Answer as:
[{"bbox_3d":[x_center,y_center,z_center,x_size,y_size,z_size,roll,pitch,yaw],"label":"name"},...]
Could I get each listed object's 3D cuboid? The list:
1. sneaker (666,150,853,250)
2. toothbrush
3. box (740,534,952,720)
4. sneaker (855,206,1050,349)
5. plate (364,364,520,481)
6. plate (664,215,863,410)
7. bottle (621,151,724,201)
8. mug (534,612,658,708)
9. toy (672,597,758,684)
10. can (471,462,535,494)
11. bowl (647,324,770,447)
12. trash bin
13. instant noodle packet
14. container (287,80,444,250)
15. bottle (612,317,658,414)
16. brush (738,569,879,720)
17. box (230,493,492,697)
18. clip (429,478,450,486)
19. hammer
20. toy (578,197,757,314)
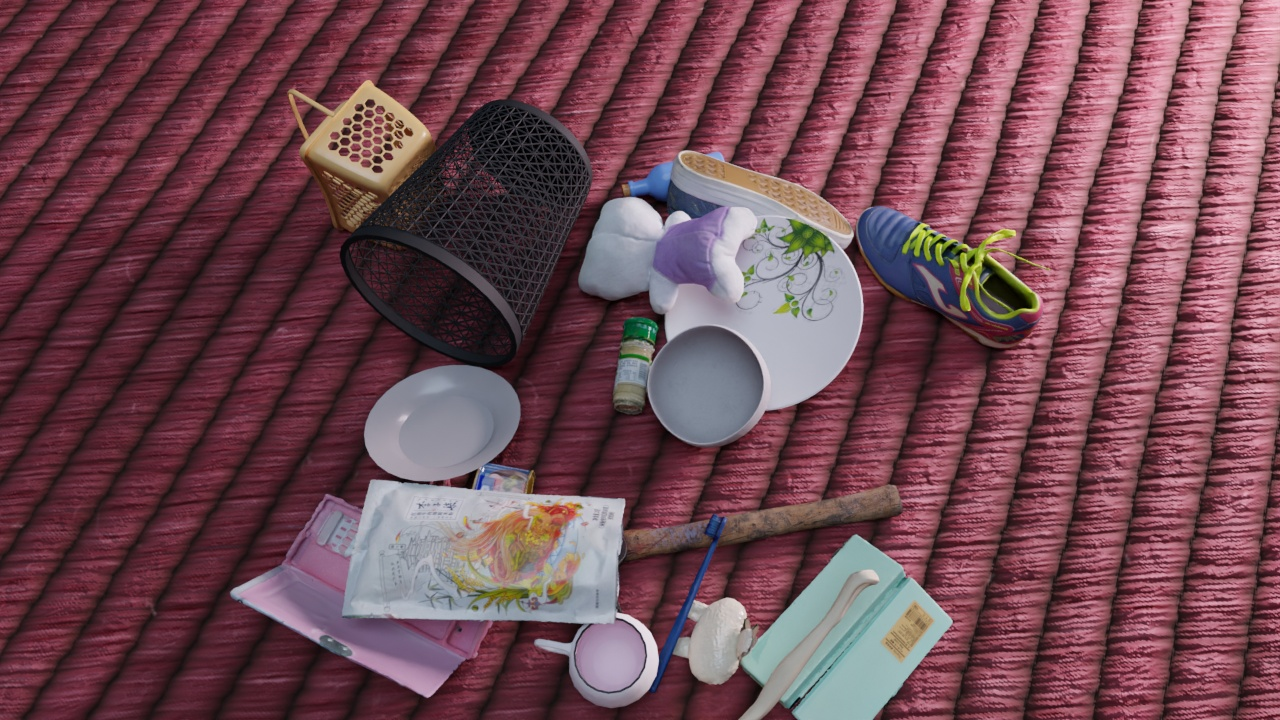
[{"bbox_3d":[0.141,-0.178,1.119,0.235,0.079,0.087,20,36,-5],"label":"sneaker"},{"bbox_3d":[0.045,0.247,0.938,0.017,0.016,0.190,23,82,6],"label":"toothbrush"},{"bbox_3d":[0.209,0.284,0.925,0.138,0.056,0.186,39,74,24],"label":"box"},{"bbox_3d":[0.360,-0.116,1.067,0.242,0.091,0.116,39,75,18],"label":"sneaker"},{"bbox_3d":[-0.219,0.073,1.026,0.173,0.019,0.172,-3,44,2],"label":"plate"},{"bbox_3d":[0.142,-0.054,1.066,0.230,0.030,0.229,-3,79,18],"label":"plate"},{"bbox_3d":[0.041,-0.225,1.152,0.131,0.048,0.048,-13,66,-3],"label":"bottle"},{"bbox_3d":[-0.044,0.293,0.911,0.124,0.076,0.090,9,67,6],"label":"mug"},{"bbox_3d":[0.080,0.281,0.922,0.112,0.050,0.087,-2,55,39],"label":"toy"},{"bbox_3d":[-0.153,0.162,0.987,0.059,0.054,0.099,11,68,4],"label":"can"},{"bbox_3d":[0.079,0.030,1.019,0.132,0.064,0.131,-3,81,19],"label":"bowl"},{"bbox_3d":[-0.180,-0.155,1.053,0.217,0.217,0.242,22,62,11],"label":"trash bin"},{"bbox_3d":[-0.153,0.189,0.916,0.269,0.057,0.146,3,56,1],"label":"instant noodle packet"},{"bbox_3d":[-0.335,-0.240,1.102,0.167,0.184,0.129,30,71,7],"label":"container"},{"bbox_3d":[-0.006,0.006,1.056,0.043,0.043,0.109,7,68,5],"label":"bottle"},{"bbox_3d":[0.130,0.300,0.871,0.272,0.062,0.077,-48,70,5],"label":"brush"},{"bbox_3d":[-0.273,0.247,0.947,0.233,0.075,0.172,23,41,12],"label":"box"},{"bbox_3d":[-0.232,0.127,1.025,0.041,0.023,0.059,-6,60,5],"label":"clip"},{"bbox_3d":[0.118,0.185,0.980,0.330,0.033,0.120,-9,70,-2],"label":"hammer"},{"bbox_3d":[0.023,-0.125,1.061,0.210,0.085,0.137,5,75,30],"label":"toy"}]
